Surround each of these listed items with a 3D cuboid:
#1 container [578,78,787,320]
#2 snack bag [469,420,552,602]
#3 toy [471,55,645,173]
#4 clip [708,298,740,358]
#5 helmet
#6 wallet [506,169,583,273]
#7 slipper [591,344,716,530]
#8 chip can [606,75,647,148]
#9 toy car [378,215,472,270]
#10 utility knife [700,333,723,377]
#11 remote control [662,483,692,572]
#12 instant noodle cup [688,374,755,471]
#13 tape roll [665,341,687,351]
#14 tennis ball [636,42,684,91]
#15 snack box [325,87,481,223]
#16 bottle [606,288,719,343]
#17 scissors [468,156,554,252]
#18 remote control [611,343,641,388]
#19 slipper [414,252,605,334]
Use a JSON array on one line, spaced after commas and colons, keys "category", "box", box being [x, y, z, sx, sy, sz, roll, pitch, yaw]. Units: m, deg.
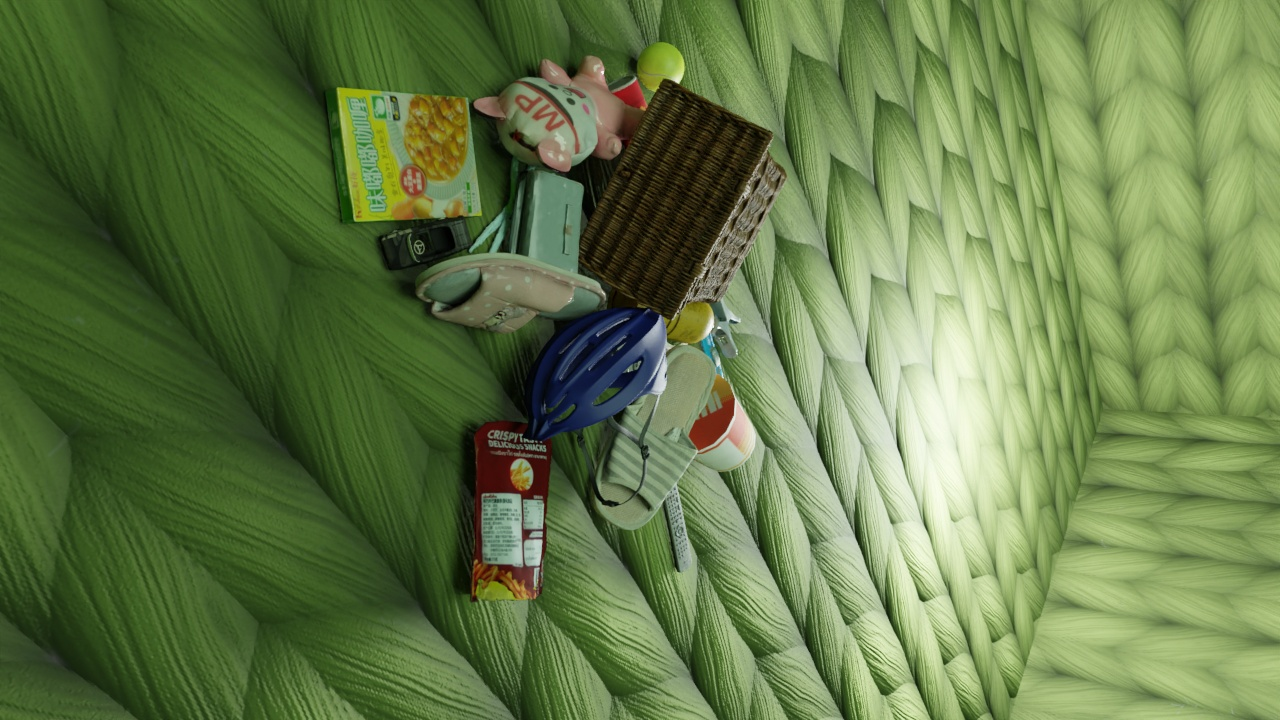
[{"category": "container", "box": [0.066, -0.191, 1.167, 0.250, 0.162, 0.183, -61, 160, 13]}, {"category": "snack bag", "box": [-0.147, 0.175, 1.077, 0.138, 0.067, 0.207, 13, 80, -55]}, {"category": "toy", "box": [-0.089, -0.289, 1.100, 0.142, 0.084, 0.212, 49, 42, 2]}, {"category": "clip", "box": [0.112, -0.088, 1.392, 0.163, 0.028, 0.114, 48, 45, -48]}, {"category": "helmet", "box": [-0.037, 0.054, 1.130, 0.240, 0.148, 0.228, -36, 115, -34]}, {"category": "wallet", "box": [-0.111, -0.159, 1.103, 0.100, 0.054, 0.131, 2, 93, -56]}, {"category": "slipper", "box": [0.024, 0.098, 1.240, 0.114, 0.054, 0.272, 28, 72, -6]}, {"category": "chip can", "box": [0.011, -0.278, 1.255, 0.051, 0.052, 0.215, -50, 127, -37]}, {"category": "toy car", "box": [-0.225, -0.124, 0.966, 0.092, 0.037, 0.040, -18, 110, -14]}, {"category": "utility knife", "box": [0.116, 0.006, 1.425, 0.031, 0.015, 0.186, -40, 122, -39]}, {"category": "remote control", "box": [0.053, 0.248, 1.358, 0.033, 0.013, 0.136, -26, 111, -47]}, {"category": "instant noodle cup", "box": [0.102, 0.097, 1.336, 0.121, 0.124, 0.123, 44, 59, -51]}, {"category": "tape roll", "box": [0.045, -0.059, 1.332, 0.093, 0.018, 0.094, -3, 94, -51]}, {"category": "tennis ball", "box": [0.028, -0.402, 1.259, 0.065, 0.065, 0.065, -3, 93, -50]}, {"category": "snack box", "box": [-0.244, -0.214, 0.968, 0.167, 0.027, 0.132, -14, 102, -49]}, {"category": "bottle", "box": [0.040, -0.065, 1.259, 0.163, 0.071, 0.071, 12, 82, -37]}, {"category": "scissors", "box": [-0.148, -0.173, 1.097, 0.093, 0.032, 0.174, 46, 62, -43]}, {"category": "remote control", "box": [-0.008, 0.007, 1.270, 0.151, 0.019, 0.074, 32, 68, -47]}, {"category": "slipper", "box": [-0.137, -0.068, 1.046, 0.273, 0.114, 0.054, 4, 64, -52]}]
